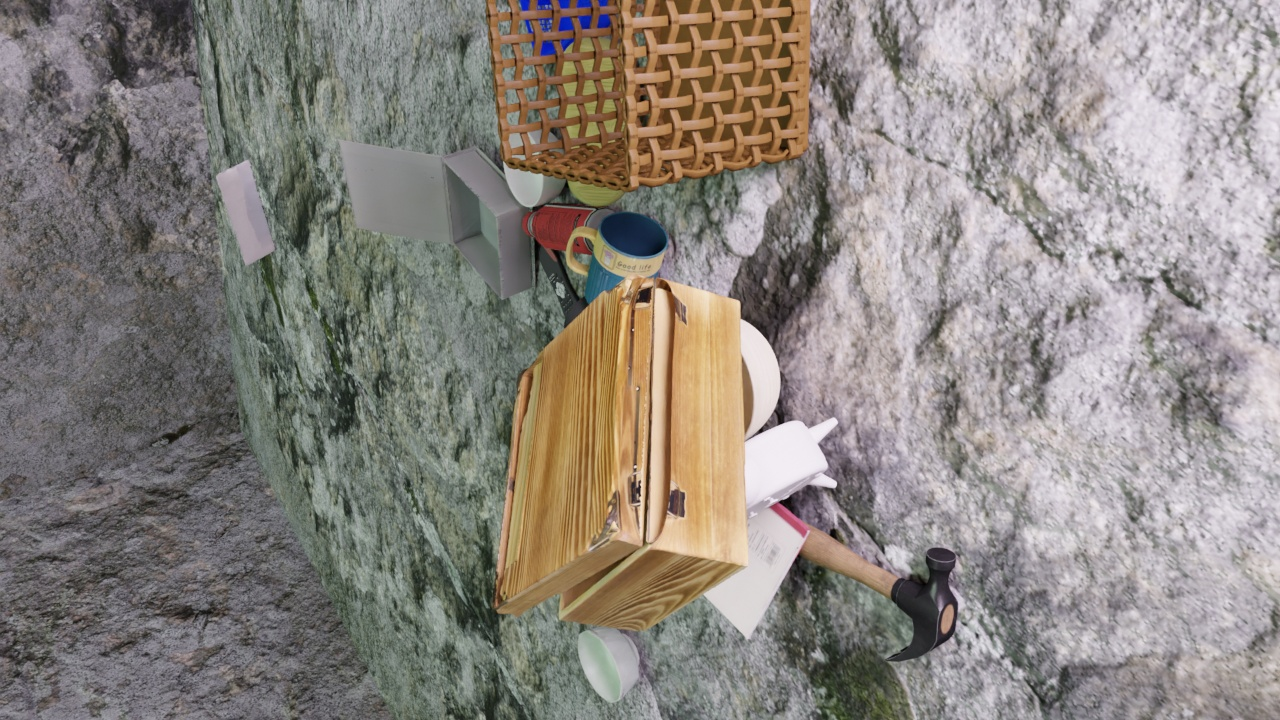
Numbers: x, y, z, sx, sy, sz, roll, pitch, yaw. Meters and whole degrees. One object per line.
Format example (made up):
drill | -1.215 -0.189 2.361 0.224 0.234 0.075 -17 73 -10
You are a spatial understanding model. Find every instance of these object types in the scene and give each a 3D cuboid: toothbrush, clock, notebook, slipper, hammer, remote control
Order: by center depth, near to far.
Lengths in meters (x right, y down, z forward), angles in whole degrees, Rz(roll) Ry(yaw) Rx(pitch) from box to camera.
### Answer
clock | 0.126 0.122 0.932 0.073 0.160 0.126 61 145 16
hammer | 0.200 0.210 0.987 0.306 0.040 0.132 22 120 50
notebook | 0.085 0.192 1.057 0.209 0.012 0.153 39 113 37
slipper | -0.046 -0.277 1.077 0.081 0.091 0.190 -70 -21 -80
remote control | -0.115 -0.109 1.303 0.047 0.009 0.124 -39 73 55
toothbrush | -0.165 -0.205 1.318 0.184 0.015 0.015 55 143 27

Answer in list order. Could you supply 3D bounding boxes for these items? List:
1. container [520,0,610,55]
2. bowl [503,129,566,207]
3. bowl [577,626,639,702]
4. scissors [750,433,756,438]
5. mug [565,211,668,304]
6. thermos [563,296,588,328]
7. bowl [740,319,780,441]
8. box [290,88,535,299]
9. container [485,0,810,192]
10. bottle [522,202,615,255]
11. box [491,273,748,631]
container | -0.084 -0.414 1.071 0.114 0.058 0.096 -9 98 56
bowl | -0.135 -0.261 1.222 0.105 0.054 0.105 33 132 46
bowl | -0.041 0.463 1.424 0.117 0.061 0.117 29 128 45
scissors | 0.088 0.090 1.105 0.154 0.012 0.163 35 130 43
mug | -0.034 -0.118 1.102 0.113 0.083 0.107 18 137 -1
thermos | -0.007 0.007 1.136 0.198 0.086 0.086 51 141 28
bowl | 0.098 0.014 0.999 0.151 0.075 0.151 30 129 45
box | -0.351 -0.264 1.398 0.479 0.118 0.167 26 140 20
container | 0.006 -0.310 0.852 0.220 0.213 0.252 24 124 48
bottle | -0.097 -0.174 1.200 0.177 0.062 0.062 16 118 51
box | -0.014 0.090 0.882 0.246 0.168 0.278 -46 33 50
